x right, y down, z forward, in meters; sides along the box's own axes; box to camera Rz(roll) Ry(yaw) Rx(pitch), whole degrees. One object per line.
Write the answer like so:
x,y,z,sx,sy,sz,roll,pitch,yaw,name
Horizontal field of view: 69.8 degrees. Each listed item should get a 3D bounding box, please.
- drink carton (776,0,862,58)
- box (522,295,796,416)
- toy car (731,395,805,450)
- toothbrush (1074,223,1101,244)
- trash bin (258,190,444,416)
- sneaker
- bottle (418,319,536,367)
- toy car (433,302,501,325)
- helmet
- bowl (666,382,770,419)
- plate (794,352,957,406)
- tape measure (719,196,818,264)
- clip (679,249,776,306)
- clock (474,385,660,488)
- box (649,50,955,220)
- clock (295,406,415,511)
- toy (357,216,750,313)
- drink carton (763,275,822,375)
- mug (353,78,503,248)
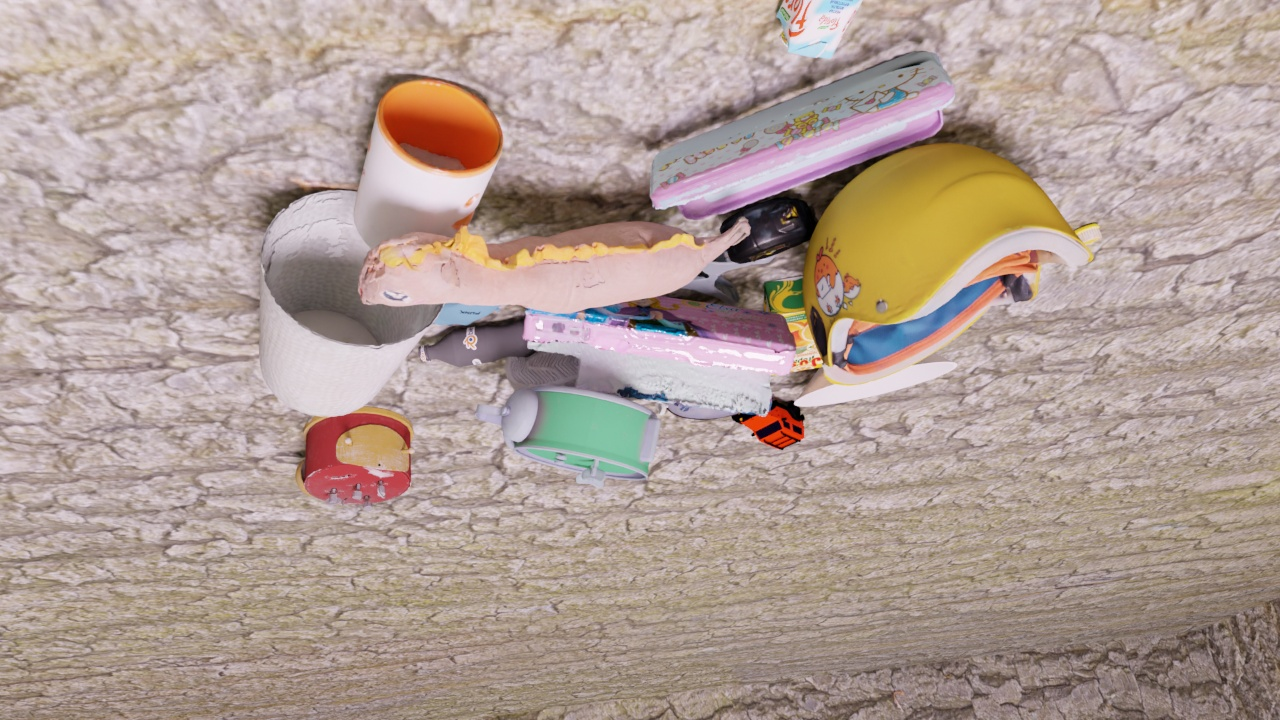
0.123,-0.241,0.549,0.038,0.044,0.129,2,147,-19,drink carton
0.013,-0.005,0.807,0.230,0.084,0.091,8,115,-2,box
0.154,0.072,1.083,0.051,0.048,0.100,-31,143,32,toy car
0.374,-0.099,0.885,0.136,0.016,0.021,-22,152,20,toothbrush
-0.239,-0.034,0.728,0.133,0.133,0.162,7,151,-25,trash bin
-0.005,0.005,0.901,0.242,0.089,0.091,-8,155,11,sneaker
-0.154,-0.014,0.865,0.110,0.036,0.036,-9,150,-1,bottle
-0.143,-0.057,0.805,0.108,0.027,0.060,-21,148,20,toy car
0.218,-0.085,0.749,0.208,0.139,0.240,-18,164,-17,helmet
0.078,0.017,0.973,0.114,0.045,0.114,-7,150,-4,bowl
0.247,0.010,0.989,0.174,0.036,0.174,-11,168,-3,plate
0.104,-0.107,0.756,0.072,0.042,0.071,-18,-179,26,tape measure
0.034,-0.081,0.815,0.162,0.027,0.091,2,149,-16,clip
-0.068,0.066,0.821,0.161,0.075,0.122,12,166,-4,clock
0.113,-0.161,0.665,0.214,0.062,0.140,-18,-177,15,box
-0.316,0.122,1.008,0.117,0.081,0.159,14,143,-34,clock
-0.061,-0.075,0.653,0.197,0.065,0.263,-23,167,32,toy
0.155,-0.032,0.915,0.058,0.041,0.123,-10,150,1,drink carton
-0.148,-0.127,0.632,0.082,0.082,0.106,6,148,-24,mug
